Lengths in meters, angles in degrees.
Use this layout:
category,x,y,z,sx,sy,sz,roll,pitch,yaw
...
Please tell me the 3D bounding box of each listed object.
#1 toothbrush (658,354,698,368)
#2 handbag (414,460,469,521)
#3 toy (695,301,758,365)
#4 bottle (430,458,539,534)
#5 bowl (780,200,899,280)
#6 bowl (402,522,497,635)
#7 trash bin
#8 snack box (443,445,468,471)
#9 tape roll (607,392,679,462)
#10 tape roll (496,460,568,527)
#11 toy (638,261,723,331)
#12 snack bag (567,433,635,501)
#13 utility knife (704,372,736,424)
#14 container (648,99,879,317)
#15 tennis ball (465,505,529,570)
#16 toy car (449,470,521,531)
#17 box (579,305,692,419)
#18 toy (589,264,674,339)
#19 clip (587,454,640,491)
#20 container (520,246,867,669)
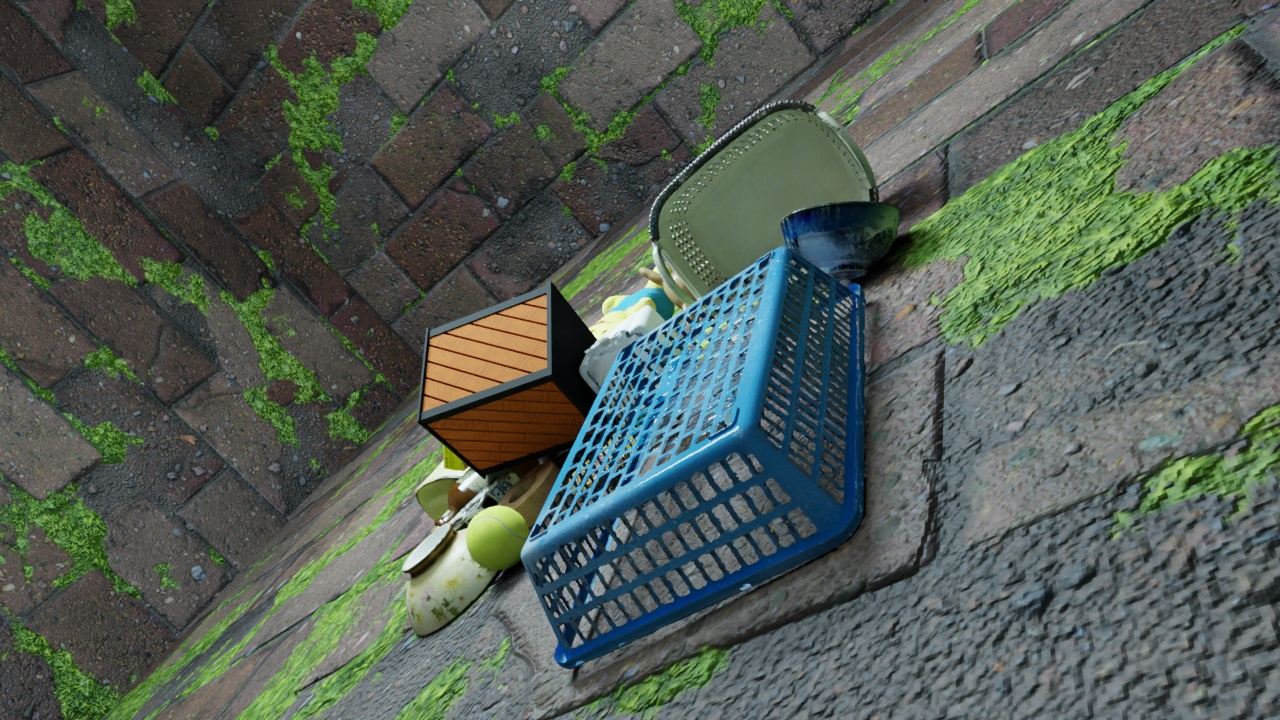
category,x,y,z,sx,sy,sz,roll,pitch,yaw
toothbrush,0.049,-0.004,0.993,0.013,0.013,0.167,-45,-10,18
handbag,-0.235,0.163,1.267,0.111,0.081,0.119,-27,16,26
toy,0.102,-0.026,0.961,0.092,0.043,0.118,-39,15,-8
bottle,-0.200,0.169,1.153,0.156,0.068,0.068,-47,13,-25
bowl,0.195,-0.112,0.894,0.114,0.060,0.114,-2,-7,0
bowl,-0.214,0.226,1.007,0.145,0.063,0.145,-40,13,11
trash bin,-0.148,0.026,1.093,0.172,0.140,0.139,-19,49,17
snack box,-0.214,0.099,1.213,0.029,0.040,0.147,6,18,15
tape roll,0.004,0.072,0.981,0.094,0.018,0.093,-40,13,10
tape roll,-0.127,0.158,1.057,0.094,0.027,0.094,-39,12,10
toy,0.080,-0.103,1.192,0.108,0.134,0.106,-41,-30,4
snack bag,-0.041,0.110,0.945,0.099,0.026,0.020,-42,-24,27
utility knife,0.079,0.035,0.890,0.031,0.015,0.174,-43,13,6
container,0.141,-0.171,1.042,0.252,0.185,0.143,-37,4,22
tennis ball,-0.147,0.183,0.946,0.065,0.065,0.065,-39,12,10
toy car,-0.182,0.181,1.097,0.112,0.048,0.040,-44,12,-11
box,-0.008,0.011,1.031,0.107,0.102,0.095,-36,15,22
toy,-0.029,-0.032,1.292,0.149,0.084,0.213,-30,19,42
clip,-0.027,0.115,0.908,0.054,0.047,0.046,-40,37,13
container,0.046,0.047,0.732,0.258,0.089,0.361,-33,17,27
